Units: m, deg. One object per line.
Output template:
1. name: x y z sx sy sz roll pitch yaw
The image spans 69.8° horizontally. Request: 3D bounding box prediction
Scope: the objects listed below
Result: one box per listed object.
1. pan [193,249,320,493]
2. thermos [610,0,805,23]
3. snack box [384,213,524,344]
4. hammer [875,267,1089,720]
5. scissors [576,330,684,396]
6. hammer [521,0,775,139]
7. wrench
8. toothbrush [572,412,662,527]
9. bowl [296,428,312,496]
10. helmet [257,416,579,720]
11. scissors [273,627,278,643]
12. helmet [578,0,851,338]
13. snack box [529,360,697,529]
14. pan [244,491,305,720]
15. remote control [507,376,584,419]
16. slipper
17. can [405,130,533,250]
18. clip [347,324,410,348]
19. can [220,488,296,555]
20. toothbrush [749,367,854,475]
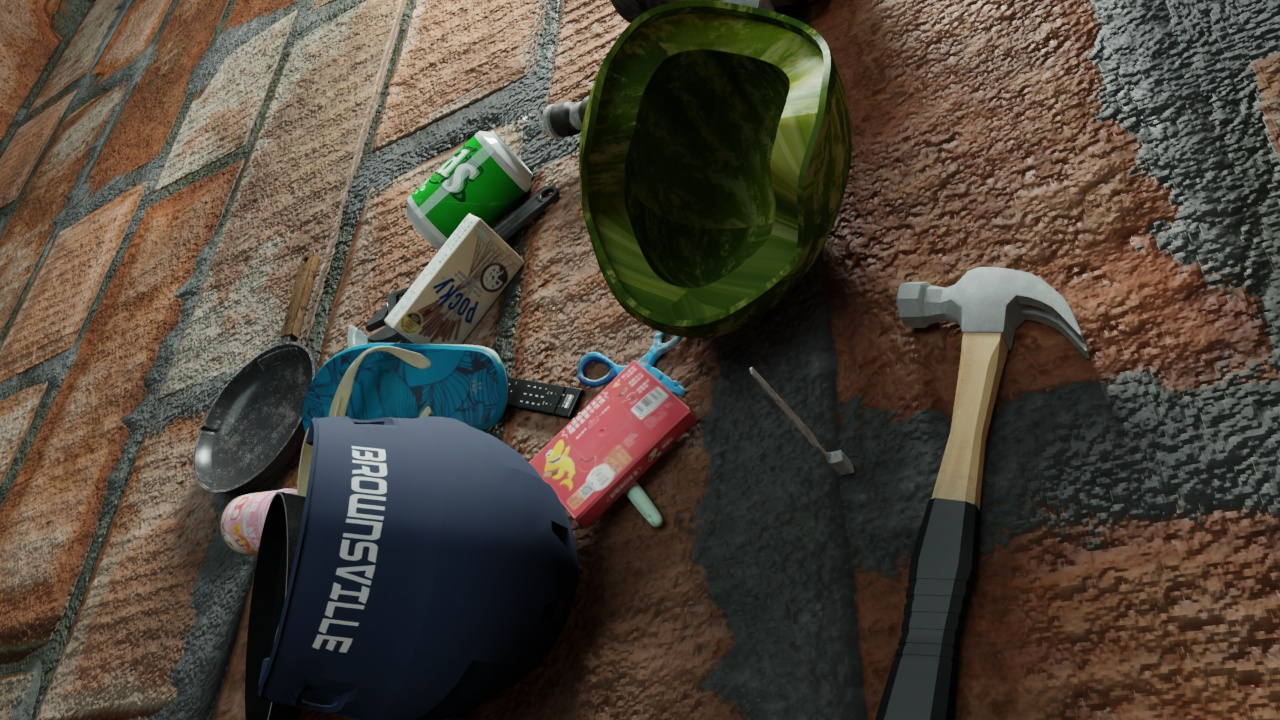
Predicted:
1. pan: -0.453 0.007 1.156 0.208 0.040 0.356 -13 52 29
2. thermos: 0.092 -0.453 0.991 0.226 0.173 0.172 9 66 33
3. snack box: -0.200 -0.076 0.996 0.026 0.082 0.150 29 81 45
4. hammer: 0.213 0.083 0.614 0.131 0.039 0.327 2 63 36
5. scissors: -0.006 0.005 0.849 0.140 0.011 0.133 7 67 39
6. hammer: -0.005 -0.277 0.993 0.327 0.079 0.176 -1 60 36
7. wrench: -0.200 -0.111 1.040 0.273 0.018 0.073 -40 46 -7
8. toothbrush: -0.022 0.093 0.794 0.155 0.015 0.022 46 117 46
9. bowl: -0.287 0.139 0.898 0.151 0.075 0.150 -12 77 61
10. helmet: -0.165 0.164 0.720 0.273 0.223 0.232 -32 49 59
11. scissors: -0.251 0.160 0.780 0.016 0.225 0.230 1 102 10
12. helmet: 0.059 -0.151 0.752 0.213 0.248 0.242 14 42 8
13. snack box: -0.025 0.069 0.787 0.133 0.021 0.089 -44 45 -4
14. pan: -0.330 0.297 0.822 0.226 0.034 0.356 -24 63 58
15. remote control: -0.113 0.034 0.906 0.140 0.009 0.030 8 65 39
16. slipper: -0.265 0.035 0.956 0.296 0.060 0.118 -7 82 30
17. can: -0.200 -0.196 1.075 0.140 0.088 0.087 -42 45 5
18. clip: -0.290 -0.030 1.069 0.166 0.032 0.164 12 68 42
19. can: -0.395 0.172 0.977 0.076 0.067 0.067 -10 55 31
20. toothbrush: 0.112 0.043 0.613 0.010 0.181 0.010 -16 57 23
